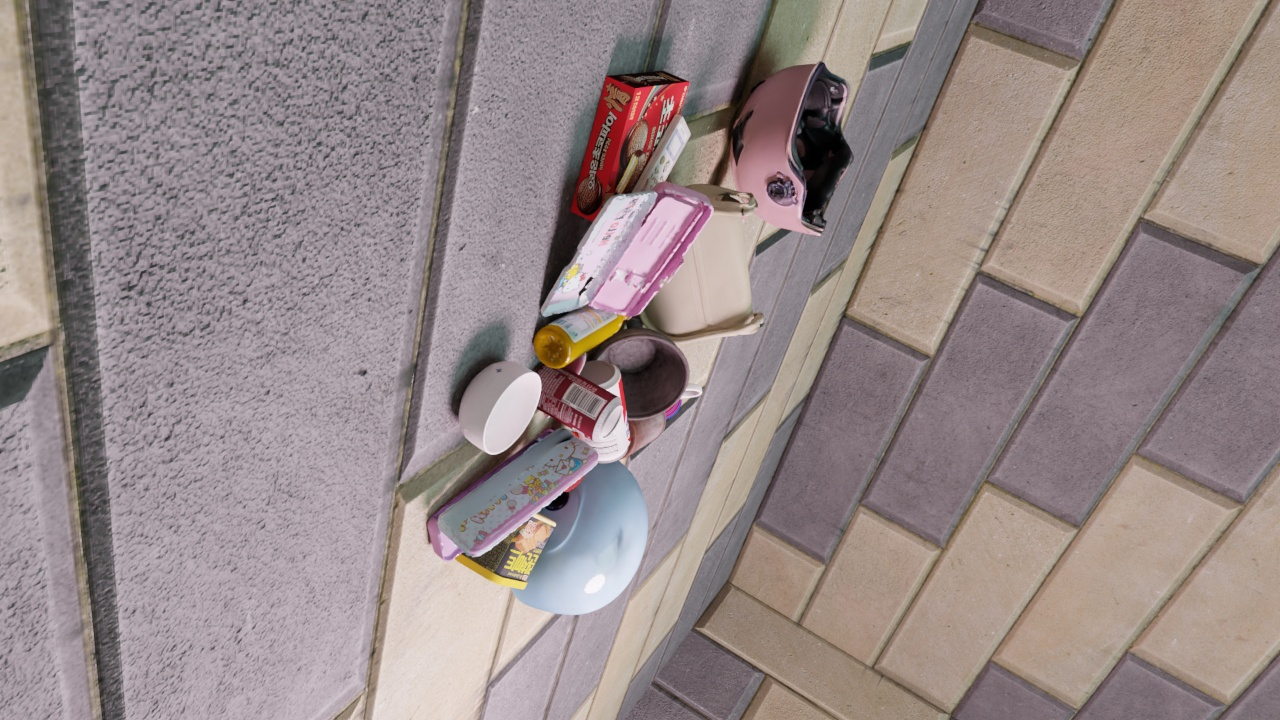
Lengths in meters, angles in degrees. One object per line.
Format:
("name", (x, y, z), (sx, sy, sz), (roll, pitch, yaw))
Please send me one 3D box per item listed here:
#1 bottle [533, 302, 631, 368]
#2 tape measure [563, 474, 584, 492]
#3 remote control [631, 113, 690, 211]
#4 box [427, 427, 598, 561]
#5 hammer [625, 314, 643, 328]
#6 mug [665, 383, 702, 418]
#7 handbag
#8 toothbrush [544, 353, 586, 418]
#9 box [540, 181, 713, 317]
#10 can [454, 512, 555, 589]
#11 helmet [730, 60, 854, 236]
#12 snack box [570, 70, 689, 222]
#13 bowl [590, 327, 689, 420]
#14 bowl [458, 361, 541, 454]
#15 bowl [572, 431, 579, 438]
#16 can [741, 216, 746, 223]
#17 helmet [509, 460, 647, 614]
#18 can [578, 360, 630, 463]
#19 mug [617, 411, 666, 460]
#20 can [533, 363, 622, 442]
("bottle", (-0.062, -0.046, 1.155), (0.185, 0.053, 0.053), (-37, 150, -54))
("tape measure", (-0.100, 0.160, 1.291), (0.058, 0.019, 0.051), (-27, 144, -50))
("remote control", (0.018, -0.217, 1.065), (0.136, 0.011, 0.050), (-61, 162, -2))
("box", (-0.147, 0.173, 1.122), (0.213, 0.092, 0.090), (-36, 141, -35))
("hammer", (0.038, -0.047, 1.477), (0.330, 0.031, 0.119), (-35, 142, -63))
("mug", (0.044, 0.052, 1.505), (0.076, 0.112, 0.075), (52, 33, -71))
("handbag", (0.093, -0.141, 1.261), (0.131, 0.184, 0.229), (-50, 141, -40))
("toothbrush", (-0.099, 0.033, 1.193), (0.016, 0.021, 0.135), (-35, 162, -45))
("box", (-0.021, -0.124, 1.053), (0.155, 0.058, 0.202), (2, 143, -34))
("can", (-0.178, 0.243, 1.237), (0.101, 0.072, 0.131), (-61, 162, -10))
("helmet", (0.215, -0.315, 1.342), (0.229, 0.153, 0.255), (-66, 153, -20))
("snack box", (-0.011, -0.242, 1.031), (0.132, 0.036, 0.152), (-33, 147, -56))
("bowl", (-0.008, 0.008, 1.297), (0.067, 0.145, 0.145), (-103, -155, -55))
("bowl", (-0.161, 0.048, 1.019), (0.104, 0.054, 0.105), (-51, 157, -31))
("bowl", (-0.130, 0.145, 1.279), (0.121, 0.035, 0.122), (-52, 160, -28))
("can", (0.119, -0.208, 1.388), (0.076, 0.067, 0.067), (-65, 162, 13))
("helmet", (-0.077, 0.267, 1.405), (0.265, 0.167, 0.225), (-66, 155, -17))
("can", (-0.055, 0.070, 1.246), (0.070, 0.070, 0.132), (-46, 140, -41))
("mug", (-0.025, 0.083, 1.416), (0.110, 0.096, 0.123), (-29, 107, -65))
("can", (-0.082, 0.050, 1.139), (0.063, 0.114, 0.063), (-52, 160, -28))
